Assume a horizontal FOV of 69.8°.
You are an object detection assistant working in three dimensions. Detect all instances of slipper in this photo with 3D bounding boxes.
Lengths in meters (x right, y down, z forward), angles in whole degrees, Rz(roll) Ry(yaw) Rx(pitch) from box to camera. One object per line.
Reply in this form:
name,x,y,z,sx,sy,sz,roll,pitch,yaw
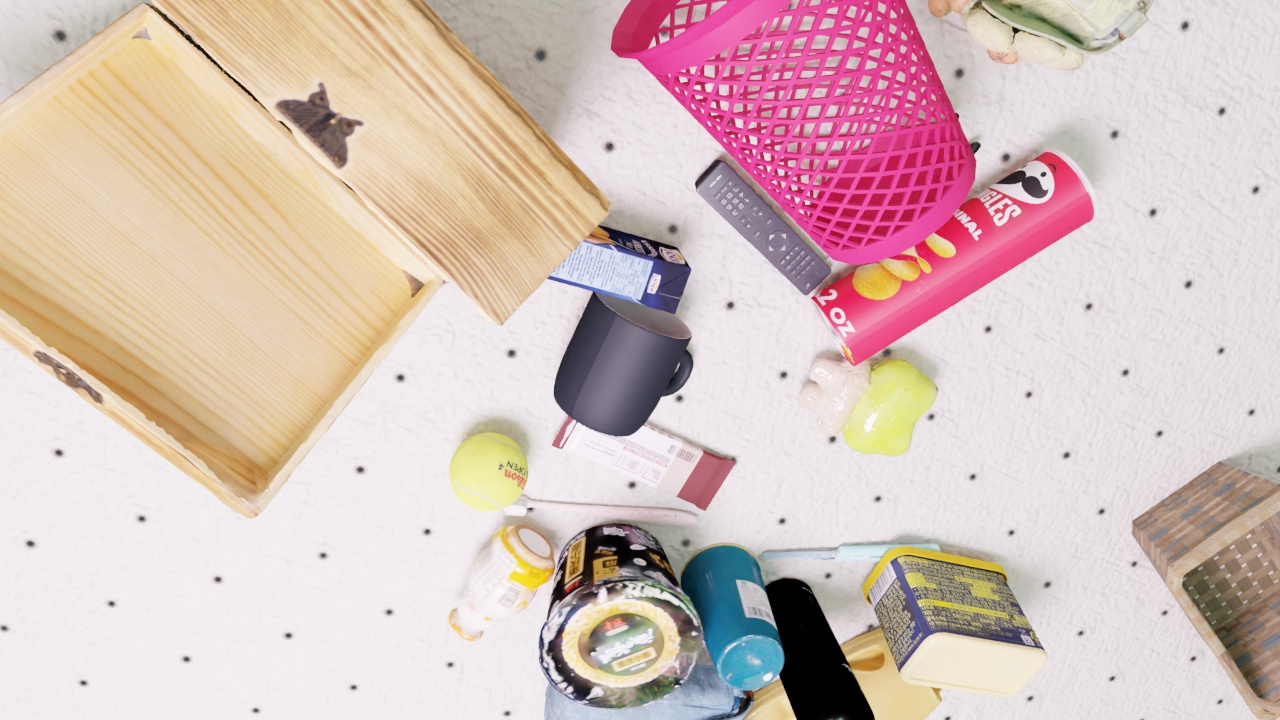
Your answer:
slipper,0.210,0.344,0.911,0.263,0.078,0.099,-26,112,4

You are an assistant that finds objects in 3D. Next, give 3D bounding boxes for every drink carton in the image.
drink carton,-0.029,-0.077,0.703,0.130,0.064,0.040,15,110,-14

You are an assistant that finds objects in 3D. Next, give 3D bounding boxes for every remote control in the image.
remote control,0.099,-0.105,0.737,0.136,0.015,0.032,40,102,-24

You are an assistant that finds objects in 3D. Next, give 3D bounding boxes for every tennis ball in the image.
tennis ball,-0.126,0.093,0.761,0.065,0.065,0.065,-3,113,-7

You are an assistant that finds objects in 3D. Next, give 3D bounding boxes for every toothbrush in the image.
toothbrush,-0.035,0.136,0.820,0.181,0.018,0.016,7,111,-12

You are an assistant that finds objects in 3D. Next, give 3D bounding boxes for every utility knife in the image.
utility knife,0.201,0.184,0.878,0.179,0.015,0.022,1,124,-5

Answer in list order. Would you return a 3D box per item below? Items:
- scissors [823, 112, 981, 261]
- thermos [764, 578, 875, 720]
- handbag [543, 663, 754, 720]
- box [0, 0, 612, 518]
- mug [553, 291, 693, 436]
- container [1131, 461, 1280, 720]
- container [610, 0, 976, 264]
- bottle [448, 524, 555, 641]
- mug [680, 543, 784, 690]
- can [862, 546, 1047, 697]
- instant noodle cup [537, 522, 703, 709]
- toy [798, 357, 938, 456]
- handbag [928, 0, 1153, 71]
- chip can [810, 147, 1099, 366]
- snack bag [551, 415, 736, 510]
scissors,0.213,-0.133,0.739,0.140,0.019,0.128,-2,114,-5
thermos,0.156,0.281,0.791,0.061,0.231,0.061,-3,113,-7
handbag,0.007,0.339,0.853,0.191,0.118,0.122,16,127,-18
box,-0.248,-0.094,0.573,0.279,0.282,0.315,43,89,-22
mug,-0.004,0.004,0.740,0.121,0.085,0.095,9,115,-43
container,0.603,0.234,0.859,0.158,0.186,0.250,-38,113,8
container,0.121,-0.187,0.629,0.183,0.183,0.226,-40,120,9
bottle,-0.124,0.198,0.808,0.063,0.063,0.109,35,105,-20
mug,0.085,0.230,0.819,0.078,0.121,0.078,-3,113,-7
can,0.292,0.244,0.855,0.135,0.104,0.075,14,122,-16
instant noodle cup,-0.022,0.214,0.803,0.137,0.112,0.137,-3,113,-6
toy,0.194,0.035,0.794,0.115,0.046,0.092,20,108,-8
handbag,0.259,-0.280,0.642,0.186,0.113,0.117,36,117,-17
chip can,0.248,-0.081,0.739,0.221,0.069,0.069,-32,113,6
snack bag,0.004,0.082,0.804,0.158,0.013,0.057,25,105,-17
